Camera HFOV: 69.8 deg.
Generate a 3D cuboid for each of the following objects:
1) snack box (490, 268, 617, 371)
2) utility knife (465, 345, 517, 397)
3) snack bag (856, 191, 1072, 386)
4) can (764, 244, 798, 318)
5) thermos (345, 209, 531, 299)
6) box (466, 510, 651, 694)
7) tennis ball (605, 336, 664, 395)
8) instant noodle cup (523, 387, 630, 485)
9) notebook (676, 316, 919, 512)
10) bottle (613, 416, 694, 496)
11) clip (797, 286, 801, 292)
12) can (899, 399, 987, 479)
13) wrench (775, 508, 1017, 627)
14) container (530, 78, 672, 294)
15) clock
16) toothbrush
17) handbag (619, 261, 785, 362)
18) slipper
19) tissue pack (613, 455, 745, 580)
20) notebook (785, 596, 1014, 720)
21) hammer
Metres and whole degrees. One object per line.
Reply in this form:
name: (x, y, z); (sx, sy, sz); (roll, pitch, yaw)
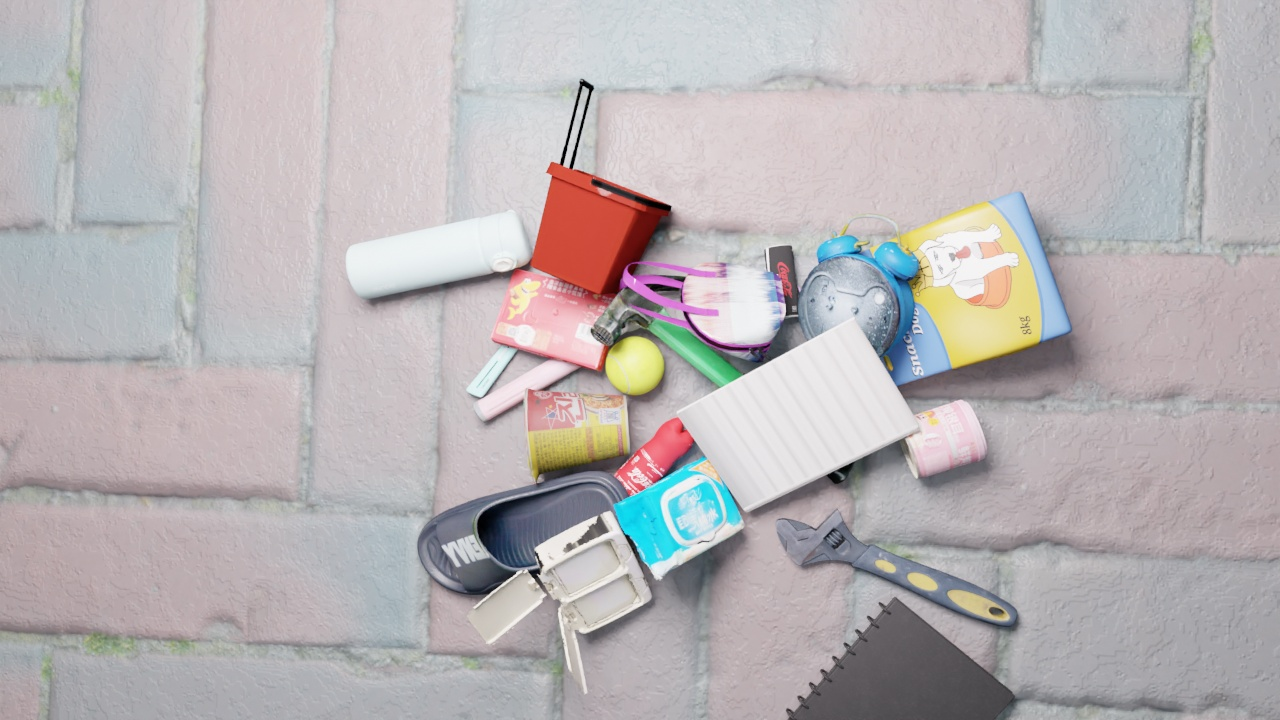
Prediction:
snack box: (-0.095, -0.047, 1.041); (0.133, 0.021, 0.089); (15, 80, 15)
utility knife: (-0.147, -0.021, 1.069); (0.022, 0.015, 0.158); (38, 91, 13)
snack bag: (0.324, -0.069, 0.972); (0.206, 0.102, 0.159); (-20, 87, 21)
can: (0.158, -0.087, 1.020); (0.031, 0.031, 0.080); (-7, 89, 7)
thermos: (-0.228, -0.121, 1.052); (0.207, 0.065, 0.077); (-10, 48, 7)
box: (-0.066, 0.265, 0.967); (0.186, 0.145, 0.101); (-38, 44, -15)
tennis ball: (-0.006, 0.006, 1.023); (0.065, 0.065, 0.065); (0, 89, 7)
instant noodle cup: (-0.069, 0.074, 1.022); (0.112, 0.100, 0.100); (-6, 89, -1)
notebook: (0.165, 0.063, 0.963); (0.210, 0.009, 0.142); (-29, 107, 19)
bottle: (0.004, 0.123, 1.033); (0.042, 0.042, 0.141); (44, 95, 6)
clip: (0.192, -0.062, 1.026); (0.036, 0.013, 0.052); (-17, 90, 8)
can: (0.321, 0.084, 0.980); (0.076, 0.067, 0.067); (-19, 87, 7)
wrench: (0.278, 0.229, 1.007); (0.273, 0.022, 0.073); (22, 93, 7)
container: (-0.035, -0.182, 0.988); (0.127, 0.148, 0.201); (23, 101, 10)
clock: (0.231, -0.072, 0.959); (0.117, 0.060, 0.161); (20, 112, 38)
toothbrush: (-0.092, 0.006, 1.055); (0.223, 0.027, 0.026); (-30, 62, 5)
handbag: (0.061, -0.064, 0.973); (0.170, 0.144, 0.068); (13, 130, -10)
slipper: (-0.139, 0.200, 1.019); (0.269, 0.083, 0.110); (-20, 89, 17)
tissue pack: (0.045, 0.168, 0.988); (0.062, 0.144, 0.093); (-30, 84, 50)
notebook: (0.264, 0.395, 1.005); (0.169, 0.019, 0.231); (39, 97, 5)
hammer: (0.103, 0.023, 1.004); (0.319, 0.032, 0.129); (39, 54, -2)
